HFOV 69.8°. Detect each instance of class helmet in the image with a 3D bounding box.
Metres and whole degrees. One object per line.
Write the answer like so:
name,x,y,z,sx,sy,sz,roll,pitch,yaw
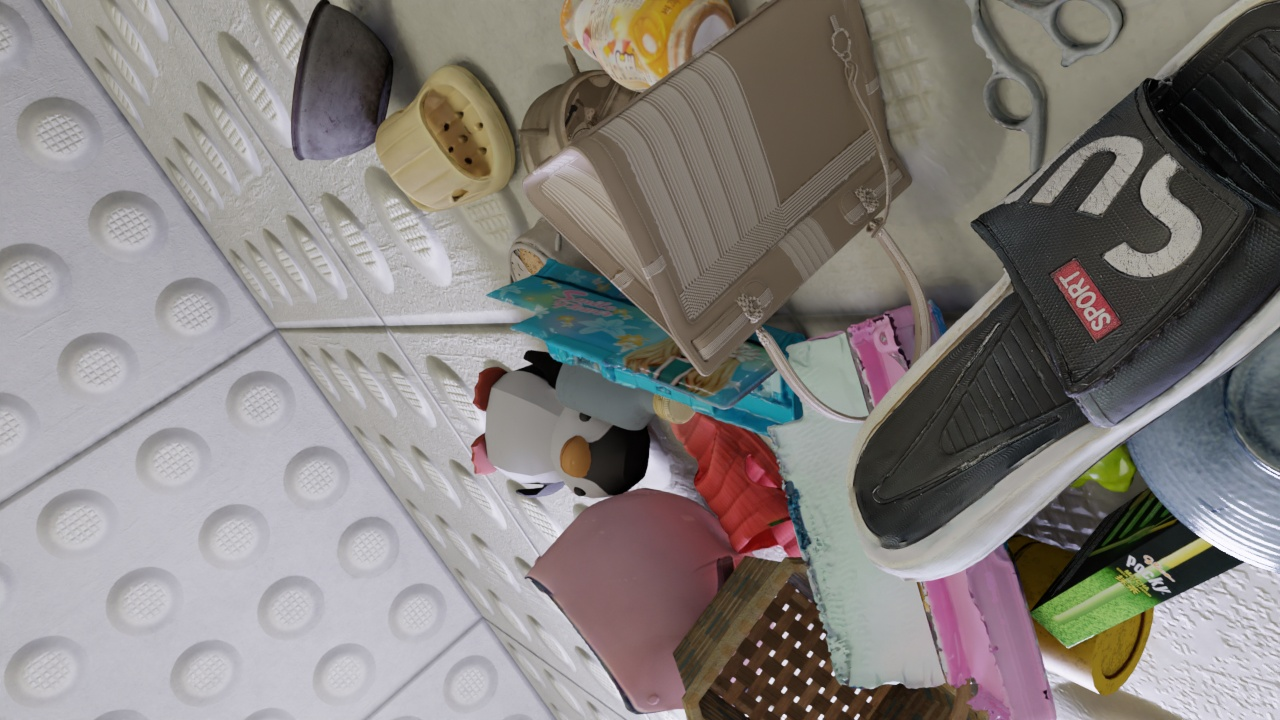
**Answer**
helmet,0.030,0.214,0.874,0.255,0.152,0.230,29,-173,-45

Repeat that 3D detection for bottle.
bottle,0.220,0.139,0.575,0.164,0.071,0.071,18,139,51
bottle,0.001,-0.184,0.516,0.109,0.063,0.063,29,148,38
bottle,-0.012,0.023,0.813,0.046,0.072,0.161,27,172,-36

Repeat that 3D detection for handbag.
handbag,0.073,-0.057,0.439,0.198,0.175,0.062,54,154,-13

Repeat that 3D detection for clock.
clock,-0.011,-0.132,0.598,0.140,0.092,0.055,33,156,-24
clock,-0.082,-0.072,0.816,0.157,0.061,0.103,-2,123,58

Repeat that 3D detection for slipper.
slipper,0.149,-0.016,0.345,0.111,0.063,0.265,-98,30,-46
slipper,-0.196,-0.181,0.848,0.111,0.079,0.262,54,156,-14
slipper,0.106,0.138,0.784,0.249,0.059,0.104,46,155,9

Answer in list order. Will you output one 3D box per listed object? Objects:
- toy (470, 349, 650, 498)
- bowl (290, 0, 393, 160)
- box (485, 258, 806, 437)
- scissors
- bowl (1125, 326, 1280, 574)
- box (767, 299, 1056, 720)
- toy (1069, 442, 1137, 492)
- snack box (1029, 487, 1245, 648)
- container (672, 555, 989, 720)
toy,-0.063,0.077,0.948,0.184,0.139,0.159,16,107,38
bowl,-0.269,-0.249,0.845,0.067,0.144,0.145,12,158,-12
box,0.004,-0.017,0.668,0.227,0.085,0.170,19,175,28
scissors,0.133,-0.155,0.389,0.161,0.014,0.118,39,153,19
bowl,0.231,0.013,0.309,0.137,0.057,0.137,1,92,37
box,0.155,0.089,0.544,0.161,0.062,0.230,-22,83,63
toy,0.219,0.029,0.468,0.093,0.036,0.094,49,163,-8
snack box,0.248,0.081,0.433,0.025,0.080,0.148,43,154,18
container,0.160,0.271,0.701,0.250,0.157,0.186,41,172,-17
